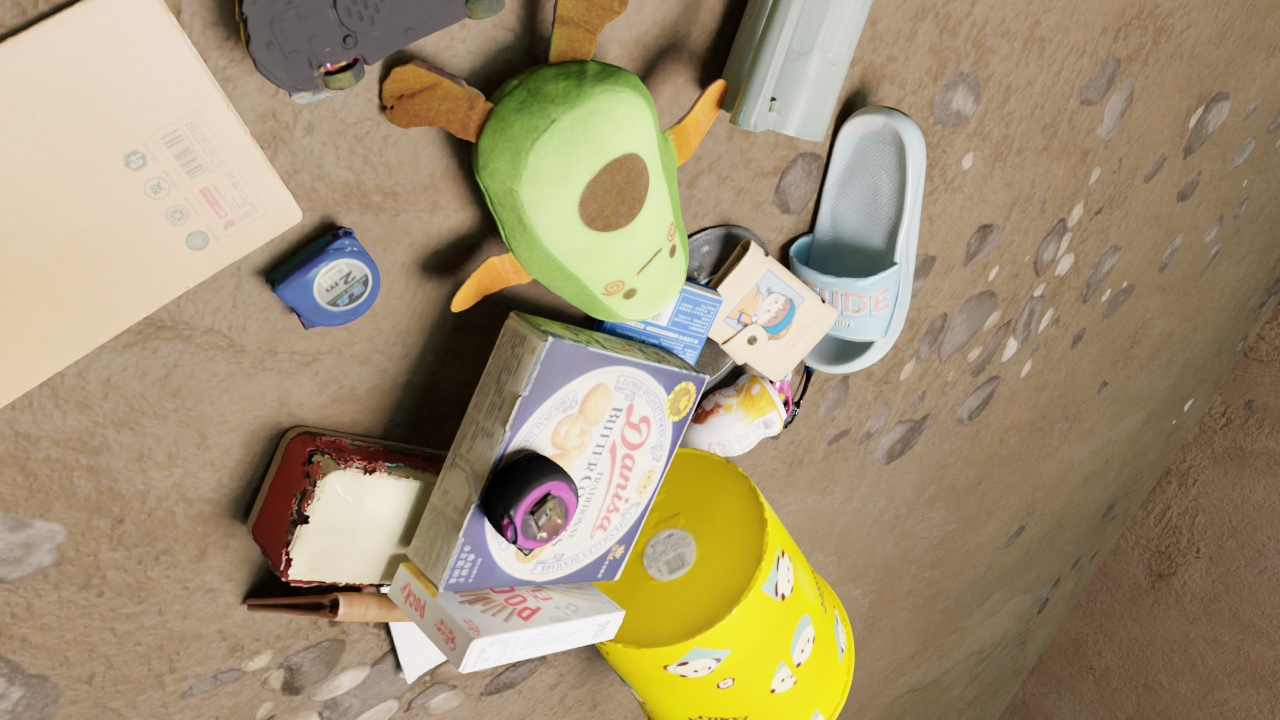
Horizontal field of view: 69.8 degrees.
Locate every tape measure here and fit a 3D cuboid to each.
[{"bbox_3d":[-0.066,0.089,0.569,0.057,0.039,0.058,-42,137,-18],"label":"tape measure"},{"bbox_3d":[-0.182,-0.047,0.538,0.058,0.025,0.054,-38,142,-8],"label":"tape measure"}]

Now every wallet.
[{"bbox_3d":[-0.202,0.173,0.644,0.101,0.115,0.020,20,65,-49],"label":"wallet"},{"bbox_3d":[0.100,-0.036,0.760,0.115,0.024,0.087,33,99,-33],"label":"wallet"}]

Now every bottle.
[{"bbox_3d":[0.078,0.060,0.848,0.108,0.063,0.063,-30,140,-2],"label":"bottle"}]

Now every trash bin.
[{"bbox_3d":[0.059,0.222,0.838,0.229,0.229,0.255,-41,138,-11],"label":"trash bin"}]

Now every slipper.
[{"bbox_3d":[0.180,-0.093,0.789,0.074,0.104,0.246,-23,130,-40],"label":"slipper"}]

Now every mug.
[{"bbox_3d":[0.099,-0.208,0.614,0.123,0.084,0.103,-41,153,-65],"label":"mug"}]

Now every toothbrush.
[{"bbox_3d":[0.181,-0.011,0.928,0.016,0.014,0.190,13,112,-23],"label":"toothbrush"}]

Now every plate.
[{"bbox_3d":[0.053,-0.029,0.781,0.179,0.024,0.180,-25,135,-27],"label":"plate"}]

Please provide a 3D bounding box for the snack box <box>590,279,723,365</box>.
[{"bbox_3d":[-0.004,0.004,0.724,0.084,0.026,0.157,16,112,-20],"label":"snack box"}]

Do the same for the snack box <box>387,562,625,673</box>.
[{"bbox_3d":[-0.089,0.170,0.640,0.156,0.085,0.027,12,106,-54],"label":"snack box"}]

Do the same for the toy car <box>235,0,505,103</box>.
[{"bbox_3d":[-0.129,-0.190,0.457,0.155,0.041,0.071,-37,140,-18],"label":"toy car"}]

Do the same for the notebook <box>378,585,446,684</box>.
[{"bbox_3d":[-0.121,0.176,0.791,0.208,0.012,0.151,-26,134,-29],"label":"notebook"}]

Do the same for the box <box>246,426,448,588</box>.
[{"bbox_3d":[-0.166,0.107,0.627,0.168,0.077,0.091,18,98,-49],"label":"box"}]

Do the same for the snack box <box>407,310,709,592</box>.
[{"bbox_3d":[-0.050,0.070,0.643,0.182,0.046,0.178,12,105,-50],"label":"snack box"}]

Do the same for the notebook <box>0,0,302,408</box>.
[{"bbox_3d":[-0.285,-0.068,0.435,0.207,0.008,0.148,-37,140,-15],"label":"notebook"}]

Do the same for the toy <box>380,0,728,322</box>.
[{"bbox_3d":[-0.035,-0.110,0.577,0.227,0.090,0.247,-36,137,-2],"label":"toy"}]

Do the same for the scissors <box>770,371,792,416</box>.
[{"bbox_3d":[0.147,0.009,0.911,0.057,0.017,0.133,6,113,-35],"label":"scissors"}]
